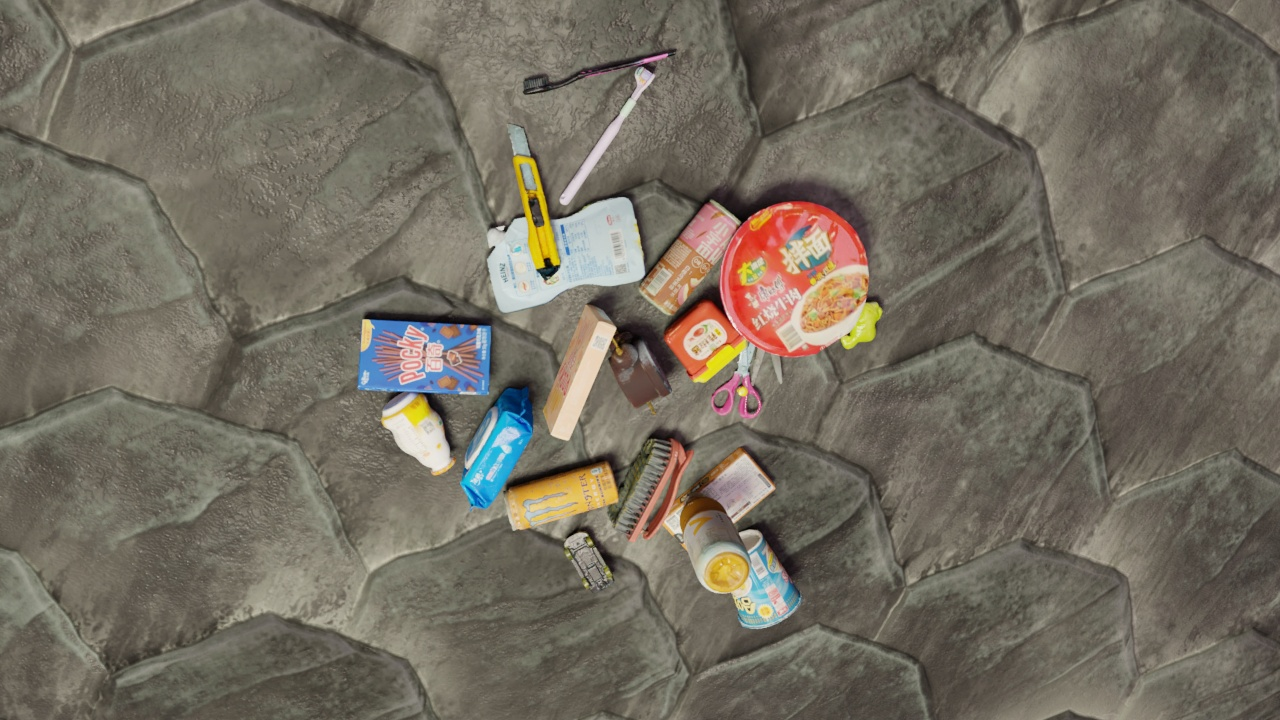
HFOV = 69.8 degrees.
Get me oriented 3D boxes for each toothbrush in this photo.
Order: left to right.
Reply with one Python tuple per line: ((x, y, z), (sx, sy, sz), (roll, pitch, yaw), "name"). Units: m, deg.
((-0.049, -0.344, 1.086), (0.189, 0.014, 0.018), (-16, 97, -6), "toothbrush")
((-0.043, -0.268, 1.107), (0.189, 0.029, 0.021), (-56, 145, 10), "toothbrush")

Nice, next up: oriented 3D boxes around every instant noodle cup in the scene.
((0.160, 0.302, 1.286), (0.099, 0.099, 0.110), (-27, 103, -2), "instant noodle cup")
((0.186, -0.102, 1.158), (0.193, 0.066, 0.194), (-1, 96, -10), "instant noodle cup")

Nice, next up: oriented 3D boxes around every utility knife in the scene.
((-0.130, -0.190, 1.097), (0.033, 0.015, 0.193), (-14, 94, -8), "utility knife")

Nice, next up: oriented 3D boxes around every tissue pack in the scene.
((-0.184, 0.110, 1.160), (0.052, 0.095, 0.157), (27, 102, -16), "tissue pack")

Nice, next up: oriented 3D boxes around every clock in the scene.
((-0.007, 0.007, 1.167), (0.055, 0.082, 0.122), (-29, 112, 6), "clock")

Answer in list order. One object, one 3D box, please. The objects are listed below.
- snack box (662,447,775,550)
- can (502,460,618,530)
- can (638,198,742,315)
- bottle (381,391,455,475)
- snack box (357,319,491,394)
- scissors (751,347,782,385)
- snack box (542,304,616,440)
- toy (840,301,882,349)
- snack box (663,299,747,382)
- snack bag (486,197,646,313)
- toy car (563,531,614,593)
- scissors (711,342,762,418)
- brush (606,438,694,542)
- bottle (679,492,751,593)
((0.106, 0.197, 1.275), (0.154, 0.026, 0.075), (-40, 109, 3), "snack box")
((-0.104, 0.179, 1.214), (0.146, 0.058, 0.058), (-15, 109, -5), "can")
((0.062, -0.128, 1.149), (0.058, 0.058, 0.147), (37, 98, -18), "can")
((-0.276, 0.092, 1.153), (0.063, 0.063, 0.108), (-30, 109, 0), "bottle")
((-0.264, -0.003, 1.128), (0.157, 0.026, 0.084), (3, 81, -11), "snack box")
((0.167, -0.058, 1.210), (0.170, 0.014, 0.159), (42, 94, -17), "scissors")
((-0.079, 0.014, 1.153), (0.026, 0.084, 0.157), (20, 102, -19), "snack box")
((0.275, -0.063, 1.223), (0.100, 0.031, 0.097), (8, 107, -13), "toy")
((0.081, -0.028, 1.177), (0.091, 0.082, 0.080), (-41, 96, 3), "snack box")
((-0.094, -0.131, 1.131), (0.191, 0.039, 0.110), (-13, 108, -5), "snack bag")
((-0.072, 0.275, 1.262), (0.042, 0.035, 0.090), (-29, 104, -2), "toy car")
((0.128, 0.012, 1.230), (0.077, 0.017, 0.137), (0, 103, -3), "scissors")
((0.017, 0.171, 1.233), (0.069, 0.063, 0.146), (24, 100, -20), "brush")
((0.088, 0.223, 1.164), (0.068, 0.189, 0.068), (-2, 107, -7), "bottle")
